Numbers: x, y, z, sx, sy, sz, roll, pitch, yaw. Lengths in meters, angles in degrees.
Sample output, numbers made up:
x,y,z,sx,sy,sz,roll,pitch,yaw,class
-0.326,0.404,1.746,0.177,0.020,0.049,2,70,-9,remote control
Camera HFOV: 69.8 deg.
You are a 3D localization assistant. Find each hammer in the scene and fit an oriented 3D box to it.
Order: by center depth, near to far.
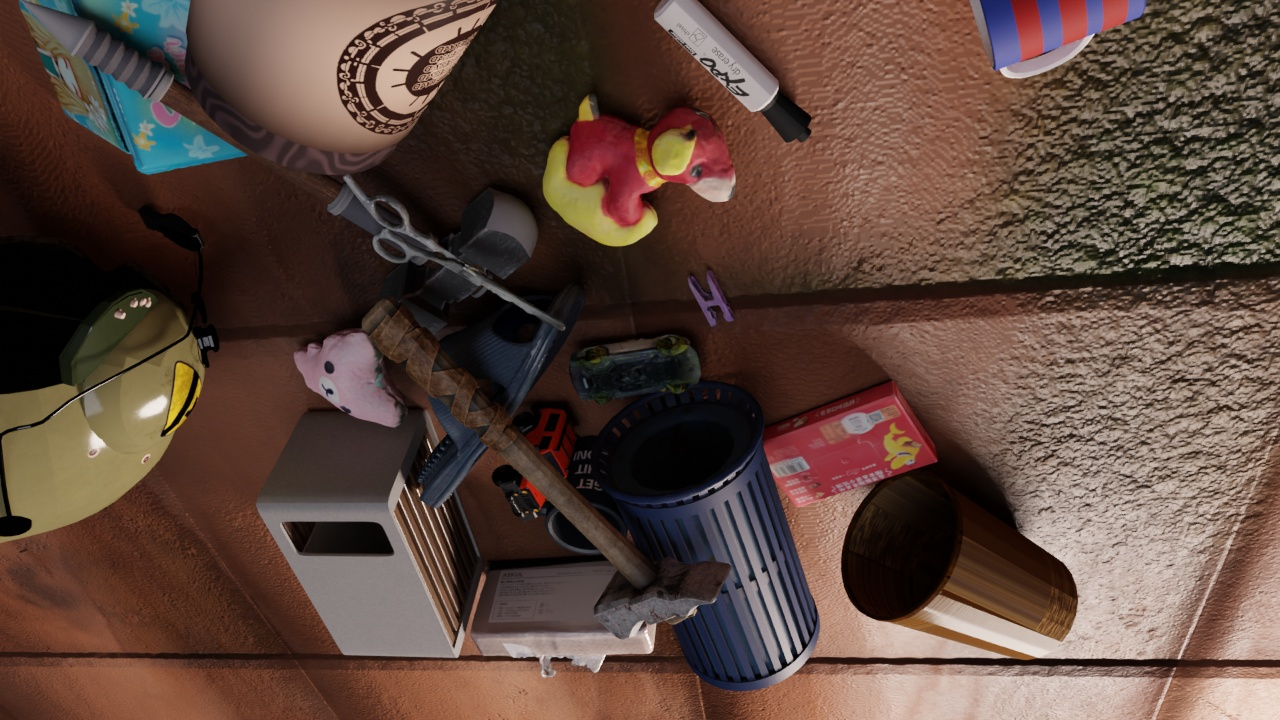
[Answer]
x,y,z,sx,sy,sz,roll,pitch,yaw,class
-0.230,-0.127,0.601,0.156,0.043,0.322,-33,133,30,hammer
-0.074,0.077,0.656,0.319,0.048,0.122,46,137,-10,hammer

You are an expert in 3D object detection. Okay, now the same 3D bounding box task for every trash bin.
x,y,z,sx,sy,sz,roll,pitch,yaw,class
0.065,0.157,0.774,0.139,0.139,0.250,-11,123,17,trash bin
-0.239,0.165,0.855,0.114,0.114,0.229,-2,130,9,trash bin

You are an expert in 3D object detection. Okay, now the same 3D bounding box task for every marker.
x,y,z,sx,sy,sz,roll,pitch,yaw,class
0.061,-0.181,0.573,0.126,0.025,0.025,37,125,-23,marker

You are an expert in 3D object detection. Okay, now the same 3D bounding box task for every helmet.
x,y,z,sx,sy,sz,roll,pitch,yaw,class
-0.422,-0.003,0.628,0.250,0.255,0.233,18,127,-6,helmet

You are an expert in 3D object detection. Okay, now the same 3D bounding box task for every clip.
x,y,z,sx,sy,sz,roll,pitch,yaw,class
0.057,-0.048,0.699,0.037,0.013,0.053,-3,133,11,clip

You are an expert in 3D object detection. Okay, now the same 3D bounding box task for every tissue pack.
x,y,z,sx,sy,sz,roll,pitch,yaw,class
-0.073,0.256,0.920,0.181,0.103,0.071,-4,132,9,tissue pack

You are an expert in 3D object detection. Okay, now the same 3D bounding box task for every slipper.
x,y,z,sx,sy,sz,roll,pitch,yaw,class
-0.132,0.018,0.733,0.082,0.101,0.264,37,127,-2,slipper

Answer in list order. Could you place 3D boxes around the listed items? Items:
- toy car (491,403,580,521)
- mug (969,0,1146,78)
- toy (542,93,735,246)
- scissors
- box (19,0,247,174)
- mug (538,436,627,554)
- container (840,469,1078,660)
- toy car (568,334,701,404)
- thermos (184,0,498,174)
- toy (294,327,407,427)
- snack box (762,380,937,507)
x,y,z,sx,sy,sz,roll,pitch,yaw,class
-0.085,0.083,0.772,0.049,0.100,0.051,-6,132,21,toy car
0.228,-0.201,0.511,0.076,0.074,0.112,-17,153,21,mug
-0.007,-0.130,0.610,0.138,0.067,0.105,-15,126,35,toy
-0.120,-0.069,0.605,0.172,0.014,0.090,18,143,7,scissors
-0.327,-0.229,0.554,0.172,0.083,0.228,5,131,3,box
-0.059,0.117,0.813,0.105,0.077,0.071,9,131,0,mug
0.283,0.188,0.802,0.167,0.132,0.132,26,129,-22,container
-0.004,0.004,0.738,0.105,0.033,0.048,-8,127,9,toy car
-0.147,-0.221,0.482,0.172,0.172,0.227,30,134,-17,thermos
-0.247,0.011,0.766,0.096,0.052,0.099,6,129,19,toy
0.172,0.074,0.781,0.133,0.021,0.089,-24,124,25,snack box
